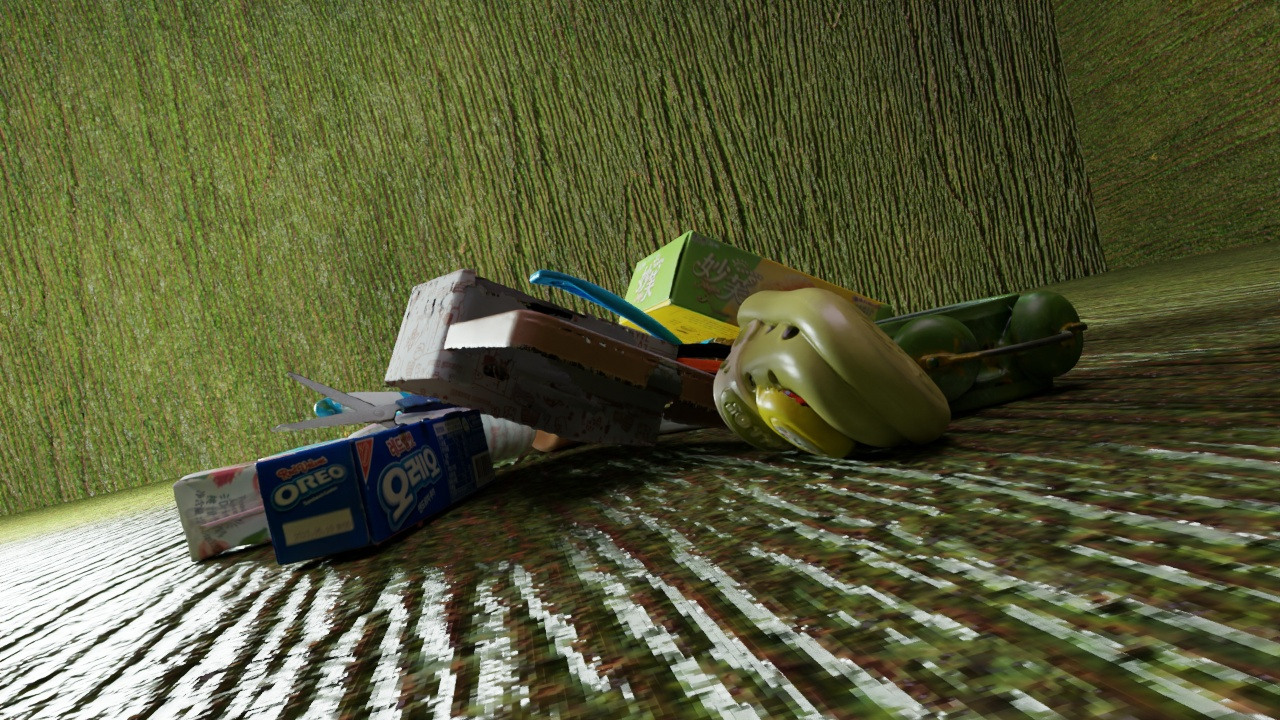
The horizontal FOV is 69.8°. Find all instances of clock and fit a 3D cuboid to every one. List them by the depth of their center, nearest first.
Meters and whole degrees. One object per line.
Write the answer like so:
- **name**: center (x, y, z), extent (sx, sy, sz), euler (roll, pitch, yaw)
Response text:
- **clock**: center (0.181, -0.003, 0.530), extent (0.116, 0.056, 0.161), euler (-13, 1, -12)

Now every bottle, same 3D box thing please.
- **bottle**: center (-0.174, 0.068, 0.729), extent (0.068, 0.068, 0.196), euler (-12, 4, 44)

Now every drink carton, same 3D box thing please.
- **drink carton**: center (-0.227, 0.087, 0.589), extent (0.122, 0.053, 0.045), euler (-13, 3, -17)

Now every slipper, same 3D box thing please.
- **slipper**: center (0.085, 0.014, 0.471), extent (0.081, 0.091, 0.190), euler (-52, 11, 2)

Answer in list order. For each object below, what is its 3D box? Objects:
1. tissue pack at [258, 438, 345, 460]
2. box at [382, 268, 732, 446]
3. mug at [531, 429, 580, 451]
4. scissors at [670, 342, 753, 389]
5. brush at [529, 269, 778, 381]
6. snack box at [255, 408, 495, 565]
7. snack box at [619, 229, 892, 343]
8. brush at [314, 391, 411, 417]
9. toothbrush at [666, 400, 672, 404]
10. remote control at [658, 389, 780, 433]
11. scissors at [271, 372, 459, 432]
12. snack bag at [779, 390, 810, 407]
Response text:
- **tissue pack**: center (-0.276, 0.097, 0.764), extent (0.093, 0.050, 0.133), euler (-11, 1, 6)
- **box**: center (-0.047, 0.004, 0.606), extent (0.176, 0.082, 0.260), euler (19, -11, -27)
- **mug**: center (-0.049, 0.037, 0.837), extent (0.122, 0.078, 0.078), euler (-19, 5, -42)
- **scissors**: center (-0.008, -0.005, 0.766), extent (0.235, 0.021, 0.149), euler (17, -26, -1)
- **brush**: center (0.022, -0.023, 0.785), extent (0.254, 0.045, 0.083), euler (25, -19, -23)
- **snack box**: center (-0.144, 0.067, 0.544), extent (0.058, 0.057, 0.207), euler (-13, 0, 8)
- **snack box**: center (0.103, -0.042, 0.860), extent (0.210, 0.070, 0.158), euler (19, -10, -15)
- **brush**: center (-0.192, 0.052, 0.834), extent (0.110, 0.060, 0.313), euler (-54, -17, 24)
- **toothbrush**: center (0.073, 0.037, 1.011), extent (0.188, 0.016, 0.017), euler (-12, 9, 13)
- **remote control**: center (0.054, 0.041, 0.737), extent (0.135, 0.019, 0.056), euler (-12, 0, 34)
- **scissors**: center (-0.181, 0.043, 0.689), extent (0.174, 0.162, 0.012), euler (-28, -32, -49)
- **snack bag**: center (0.135, 0.022, 0.621), extent (0.105, 0.026, 0.045), euler (-10, -3, -20)
